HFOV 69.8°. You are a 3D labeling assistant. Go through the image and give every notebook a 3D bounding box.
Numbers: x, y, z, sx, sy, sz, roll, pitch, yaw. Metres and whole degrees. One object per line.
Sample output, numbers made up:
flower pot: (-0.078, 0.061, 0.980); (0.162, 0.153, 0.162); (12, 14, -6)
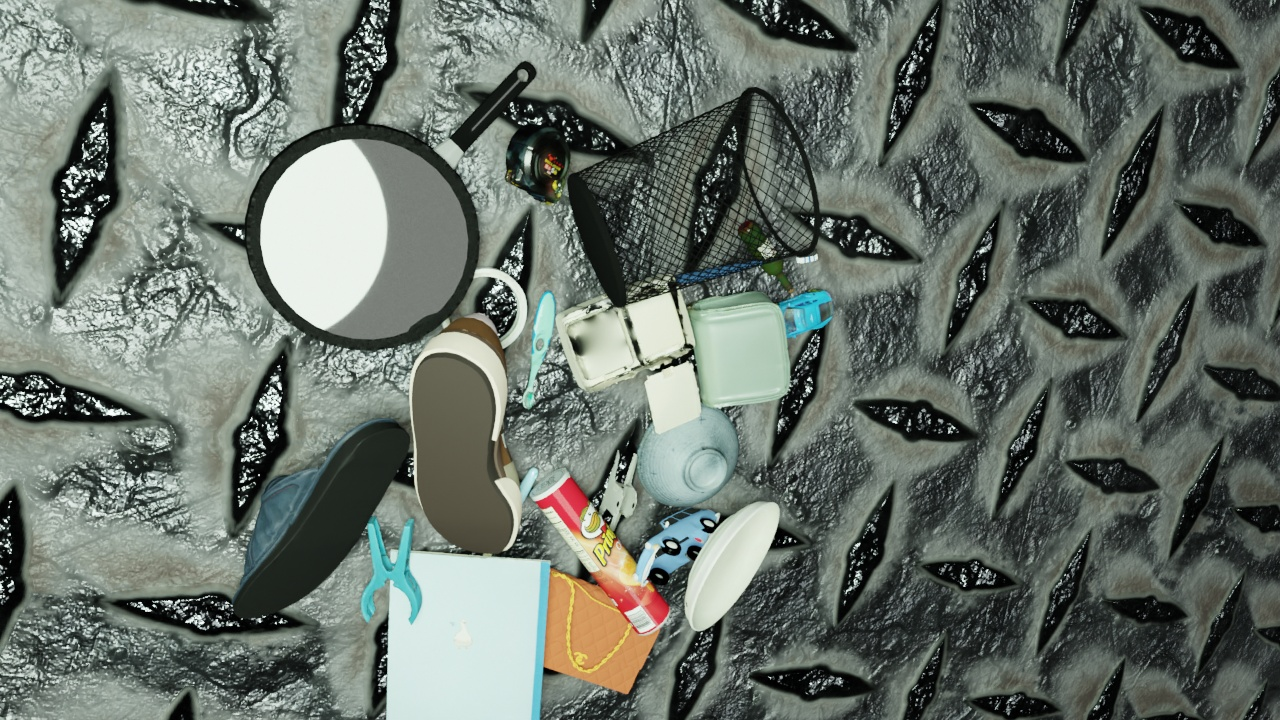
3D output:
notebook: (-0.200, 0.339, 1.053); (0.181, 0.009, 0.254); (5, 104, -1)

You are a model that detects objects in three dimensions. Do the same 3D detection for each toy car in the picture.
toy car: (0.188, -0.052, 1.112); (0.105, 0.032, 0.048); (-18, 111, -14)
toy car: (0.040, 0.217, 1.088); (0.153, 0.055, 0.056); (-15, 130, -54)

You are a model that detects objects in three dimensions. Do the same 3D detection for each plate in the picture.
plate: (0.106, 0.245, 1.126); (0.181, 0.034, 0.183); (-40, 148, -33)

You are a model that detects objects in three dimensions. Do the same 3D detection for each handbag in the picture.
handbag: (-0.065, 0.326, 1.110); (0.171, 0.060, 0.109); (28, 90, -26)
handbag: (0.114, -0.015, 1.072); (0.106, 0.067, 0.122); (-10, 109, 0)

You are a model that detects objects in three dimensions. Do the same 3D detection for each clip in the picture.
clip: (-0.032, 0.160, 1.077); (0.052, 0.059, 0.102); (15, 99, -6)
clip: (-0.256, 0.237, 1.009); (0.120, 0.030, 0.130); (20, 103, -1)

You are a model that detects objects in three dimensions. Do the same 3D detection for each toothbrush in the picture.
toothbrush: (-0.113, -0.010, 1.014); (0.022, 0.017, 0.135); (8, 102, -20)
toothbrush: (0.123, -0.108, 1.059); (0.167, 0.014, 0.014); (-12, 122, -2)
toothbrush: (-0.156, 0.191, 1.056); (0.022, 0.016, 0.155); (20, 99, -58)

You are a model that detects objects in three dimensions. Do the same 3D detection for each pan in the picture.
pan: (-0.226, -0.167, 0.911); (0.356, 0.034, 0.225); (-48, 112, -4)

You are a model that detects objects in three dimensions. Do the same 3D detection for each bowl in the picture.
bowl: (0.068, 0.123, 1.101); (0.137, 0.057, 0.137); (-6, 107, -20)

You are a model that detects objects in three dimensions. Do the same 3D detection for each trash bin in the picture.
trash bin: (0.047, -0.159, 0.951); (0.210, 0.184, 0.184); (-22, 112, -8)

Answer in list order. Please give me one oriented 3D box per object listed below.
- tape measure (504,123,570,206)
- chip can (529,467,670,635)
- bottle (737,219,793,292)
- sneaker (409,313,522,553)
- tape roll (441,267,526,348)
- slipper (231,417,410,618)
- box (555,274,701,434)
tape measure: (-0.105, -0.204, 0.938); (0.071, 0.042, 0.072); (21, 92, -50)
chip can: (-0.044, 0.224, 1.065); (0.051, 0.052, 0.215); (-37, 103, -8)
bottle: (0.151, -0.120, 1.081); (0.025, 0.025, 0.106); (-43, 115, -6)
sneaker: (-0.176, 0.076, 0.977); (0.112, 0.116, 0.294); (5, 127, 10)
tape roll: (-0.168, -0.053, 0.982); (0.093, 0.013, 0.093); (-6, 107, -19)
slipper: (-0.341, 0.148, 0.945); (0.266, 0.083, 0.108); (-54, 155, 14)
box: (-0.006, 0.007, 1.039); (0.143, 0.044, 0.184); (-21, 104, -17)
